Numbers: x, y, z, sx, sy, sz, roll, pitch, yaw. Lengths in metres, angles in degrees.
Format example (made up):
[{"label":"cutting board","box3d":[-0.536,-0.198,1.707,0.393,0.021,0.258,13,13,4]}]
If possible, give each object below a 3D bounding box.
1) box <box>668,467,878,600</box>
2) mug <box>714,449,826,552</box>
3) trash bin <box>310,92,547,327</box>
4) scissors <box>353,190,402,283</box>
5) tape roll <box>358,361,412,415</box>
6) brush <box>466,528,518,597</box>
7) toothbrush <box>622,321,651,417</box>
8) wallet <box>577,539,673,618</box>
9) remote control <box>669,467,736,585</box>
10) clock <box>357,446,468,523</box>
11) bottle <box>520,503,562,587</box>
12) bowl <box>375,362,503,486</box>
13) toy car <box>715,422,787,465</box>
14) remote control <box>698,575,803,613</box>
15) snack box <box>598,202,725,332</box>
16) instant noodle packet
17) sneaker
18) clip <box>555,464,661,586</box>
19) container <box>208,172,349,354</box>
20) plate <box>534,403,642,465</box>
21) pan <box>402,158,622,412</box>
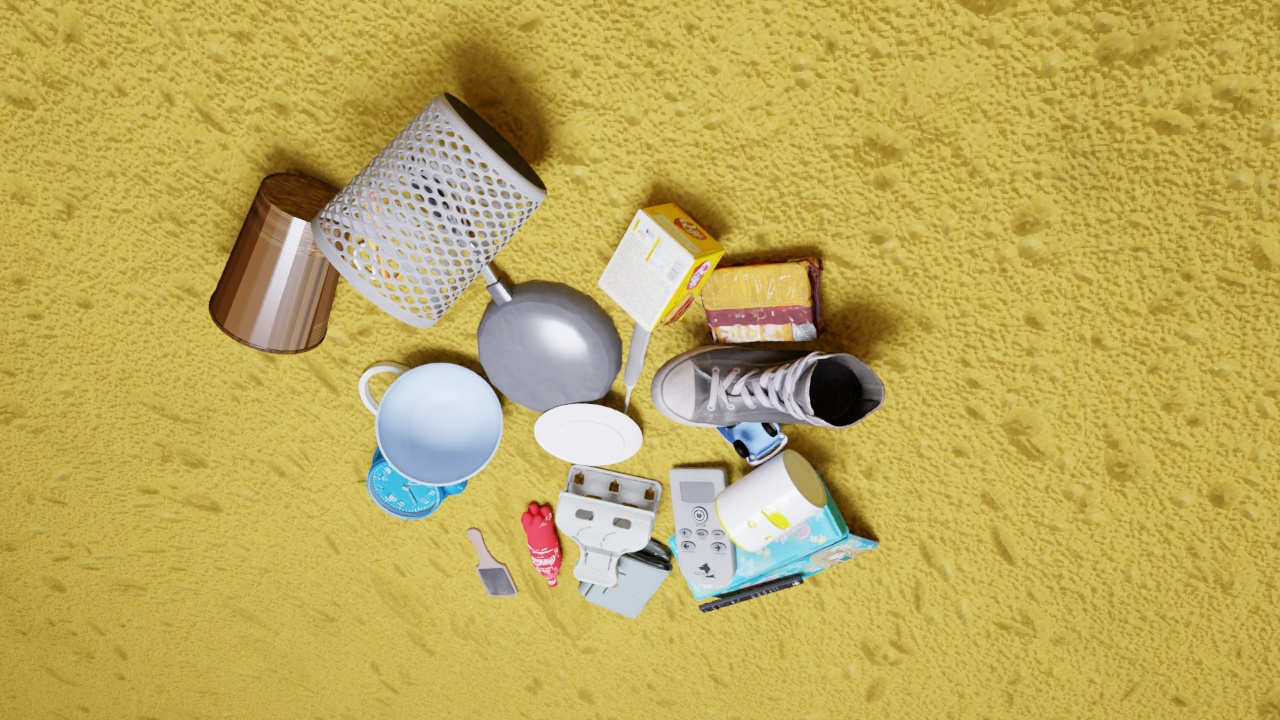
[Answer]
[{"label":"box","box3d":[0.168,0.247,1.175,0.228,0.084,0.171,-32,112,29]},{"label":"mug","box3d":[0.153,0.165,1.082,0.082,0.082,0.106,43,117,-16]},{"label":"trash bin","box3d":[-0.204,-0.152,0.915,0.183,0.156,0.156,-44,107,10]},{"label":"scissors","box3d":[-0.306,-0.147,1.053,0.065,0.013,0.129,7,126,7]},{"label":"tape roll","box3d":[-0.316,0.043,1.182,0.093,0.013,0.093,6,125,9]},{"label":"brush","box3d":[-0.222,0.297,1.332,0.050,0.015,0.136,-7,122,18]},{"label":"toothbrush","box3d":[-0.006,0.006,1.082,0.022,0.024,0.186,41,134,33]},{"label":"wallet","box3d":[-0.022,0.296,1.267,0.100,0.054,0.132,26,129,-3]},{"label":"remote control","box3d":[0.079,0.209,1.158,0.074,0.019,0.151,-3,98,27]},{"label":"clock","box3d":[-0.295,0.147,1.219,0.162,0.060,0.117,-37,108,28]},{"label":"bottle","box3d":[-0.133,0.260,1.270,0.042,0.041,0.142,0,123,13]},{"label":"bowl","box3d":[-0.245,0.081,1.135,0.150,0.150,0.075,23,170,-3]},{"label":"toy car","box3d":[0.105,0.055,1.068,0.056,0.054,0.153,-39,108,16]},{"label":"remote control","box3d":[0.145,0.307,1.204,0.140,0.009,0.030,-19,153,8]},{"label":"snack box","box3d":[0.021,-0.097,0.963,0.083,0.061,0.106,45,127,17]},{"label":"instant noodle packet","box3d":[0.132,-0.064,0.992,0.136,0.039,0.099,-3,126,19]},{"label":"sneaker","box3d":[0.132,0.031,0.969,0.234,0.120,0.095,6,89,-6]},{"label":"clip","box3d":[-0.048,0.216,1.169,0.126,0.104,0.151,12,81,8]},{"label":"container","box3d":[-0.396,-0.112,1.033,0.132,0.132,0.168,28,119,-6]},{"label":"plate","box3d":[-0.065,0.098,1.137,0.134,0.011,0.135,3,141,2]},{"label":"pan","box3d":[-0.158,-0.074,1.049,0.179,0.041,0.357,-23,116,25]}]
